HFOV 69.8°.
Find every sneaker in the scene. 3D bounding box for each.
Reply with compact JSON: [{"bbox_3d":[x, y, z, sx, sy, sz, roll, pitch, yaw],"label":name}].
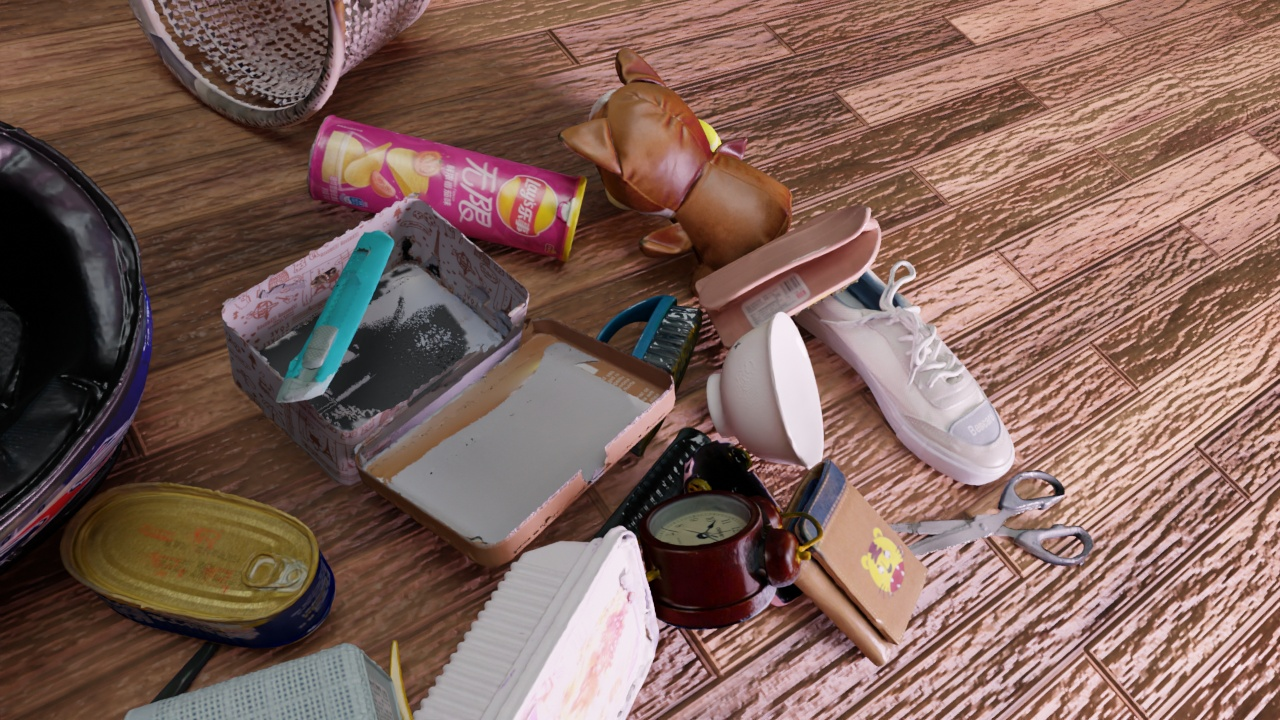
[{"bbox_3d":[0.216,-0.012,0.739,0.089,0.091,0.242,-30,68,-30],"label":"sneaker"}]

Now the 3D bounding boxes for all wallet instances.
[{"bbox_3d":[0.143,0.137,0.624,0.115,0.033,0.090,48,51,-12],"label":"wallet"}]

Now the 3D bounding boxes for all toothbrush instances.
[{"bbox_3d":[-0.257,0.177,0.521,0.015,0.018,0.180,30,54,4],"label":"toothbrush"}]

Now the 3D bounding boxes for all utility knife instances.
[{"bbox_3d":[-0.190,-0.032,0.580,0.029,0.013,0.151,11,50,0],"label":"utility knife"}]

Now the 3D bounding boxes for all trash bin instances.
[{"bbox_3d":[-0.286,-0.336,0.777,0.227,0.228,0.191,30,40,7],"label":"trash bin"}]

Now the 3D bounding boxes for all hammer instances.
[{"bbox_3d":[-0.041,0.149,0.589,0.129,0.033,0.299,36,54,10],"label":"hammer"}]

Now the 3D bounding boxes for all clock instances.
[{"bbox_3d":[0.052,0.117,0.562,0.122,0.055,0.082,-12,18,-4],"label":"clock"}]

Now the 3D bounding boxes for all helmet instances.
[{"bbox_3d":[-0.404,0.021,0.447,0.247,0.241,0.314,49,40,-23],"label":"helmet"}]

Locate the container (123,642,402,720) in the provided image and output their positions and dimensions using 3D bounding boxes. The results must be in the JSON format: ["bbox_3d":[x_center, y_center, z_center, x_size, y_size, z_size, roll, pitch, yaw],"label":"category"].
[{"bbox_3d":[-0.179,0.203,0.460,0.111,0.090,0.090,-19,61,-10],"label":"container"}]

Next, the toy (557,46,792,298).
[{"bbox_3d":[0.028,-0.150,0.755,0.199,0.131,0.139,40,52,-24],"label":"toy"}]

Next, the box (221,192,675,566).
[{"bbox_3d":[-0.129,0.015,0.615,0.260,0.105,0.178,38,54,14],"label":"box"}]

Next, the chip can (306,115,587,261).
[{"bbox_3d":[-0.153,-0.138,0.742,0.210,0.072,0.071,13,53,-5],"label":"chip can"}]

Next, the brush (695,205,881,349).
[{"bbox_3d":[0.116,-0.068,0.702,0.146,0.073,0.063,-29,65,12],"label":"brush"}]

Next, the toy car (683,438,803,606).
[{"bbox_3d":[0.073,0.112,0.635,0.056,0.037,0.122,-30,82,-41],"label":"toy car"}]

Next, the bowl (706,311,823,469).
[{"bbox_3d":[0.088,0.028,0.682,0.065,0.118,0.118,-14,50,23],"label":"bowl"}]

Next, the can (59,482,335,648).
[{"bbox_3d":[-0.250,0.118,0.526,0.148,0.049,0.074,10,53,7],"label":"can"}]

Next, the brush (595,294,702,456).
[{"bbox_3d":[-0.004,0.004,0.690,0.073,0.055,0.143,21,53,8],"label":"brush"}]

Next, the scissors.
[{"bbox_3d":[0.264,0.123,0.705,0.168,0.014,0.155,26,54,8],"label":"scissors"}]

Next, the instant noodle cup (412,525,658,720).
[{"bbox_3d":[-0.057,0.177,0.472,0.060,0.138,0.173,16,50,24],"label":"instant noodle cup"}]

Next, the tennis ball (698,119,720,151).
[{"bbox_3d":[0.041,-0.188,0.834,0.065,0.066,0.065,7,53,-10],"label":"tennis ball"}]
